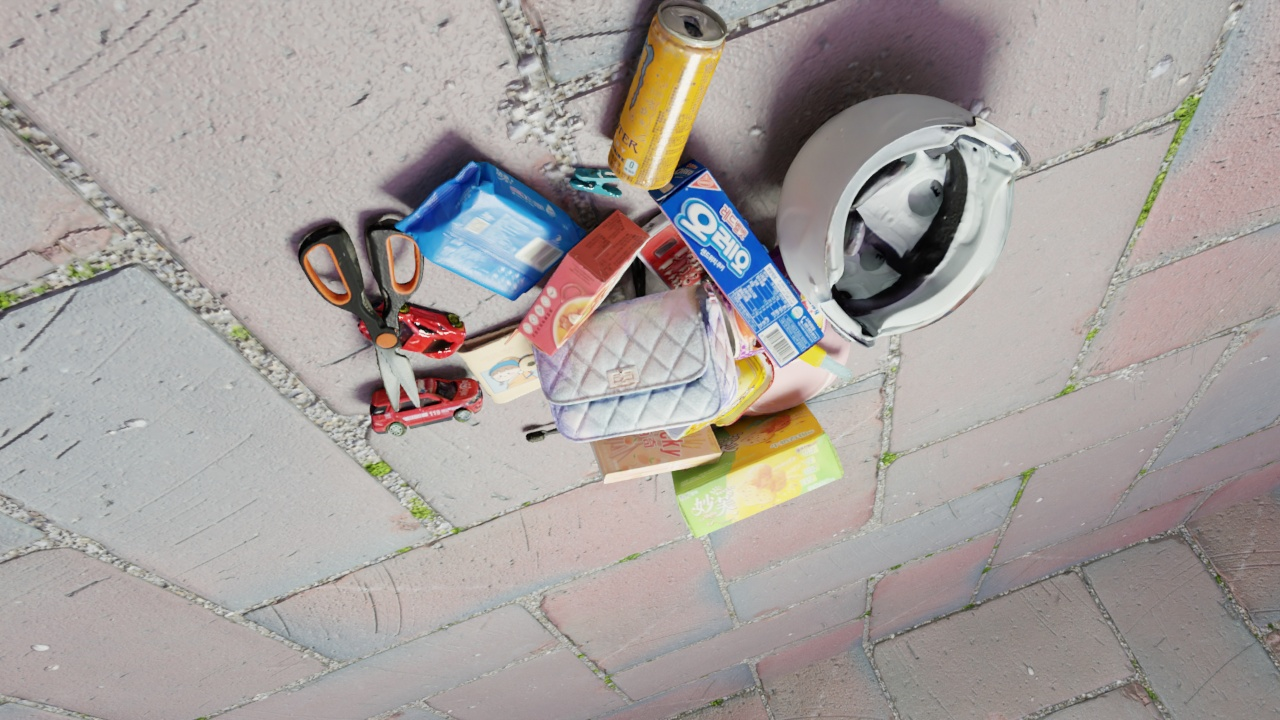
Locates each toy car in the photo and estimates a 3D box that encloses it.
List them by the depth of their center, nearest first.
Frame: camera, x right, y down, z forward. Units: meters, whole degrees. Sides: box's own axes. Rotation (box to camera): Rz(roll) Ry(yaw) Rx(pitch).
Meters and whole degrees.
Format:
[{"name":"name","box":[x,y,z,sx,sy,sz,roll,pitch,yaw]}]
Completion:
[{"name":"toy car","box":[-0.221,-0.028,0.889,0.106,0.031,0.049,18,130,-42]},{"name":"toy car","box":[-0.227,0.044,0.972,0.120,0.053,0.045,-11,122,-8]}]

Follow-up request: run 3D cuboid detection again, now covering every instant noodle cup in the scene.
[{"name":"instant noodle cup","box":[0.125,-0.055,0.956,0.099,0.111,0.112,-23,149,-12]},{"name":"instant noodle cup","box":[0.065,0.020,1.015,0.123,0.116,0.116,-28,164,-51]}]

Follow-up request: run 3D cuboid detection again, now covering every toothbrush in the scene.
[{"name":"toothbrush","box":[0.001,-0.064,0.974,0.015,0.018,0.181,-10,145,-3]},{"name":"toothbrush","box":[-0.039,0.072,1.144,0.212,0.027,0.026,-13,110,-12]}]

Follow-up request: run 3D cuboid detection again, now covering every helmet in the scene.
[{"name":"helmet","box":[0.223,-0.140,0.853,0.258,0.146,0.229,13,118,-49]}]

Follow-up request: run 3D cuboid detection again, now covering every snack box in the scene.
[{"name":"snack box","box":[0.090,-0.088,0.852,0.057,0.058,0.207,-37,113,6]},{"name":"snack box","box":[-0.058,-0.065,0.852,0.127,0.044,0.113,-50,-178,38]},{"name":"snack box","box":[0.016,0.104,1.168,0.157,0.084,0.026,-9,143,-18]},{"name":"snack box","box":[0.146,0.137,1.222,0.210,0.157,0.070,-23,105,4]}]

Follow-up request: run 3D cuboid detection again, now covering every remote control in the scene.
[{"name":"remote control","box":[0.037,-0.100,0.927,0.056,0.020,0.136,-38,146,5]}]

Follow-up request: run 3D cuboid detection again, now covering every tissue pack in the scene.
[{"name":"tissue pack","box":[-0.126,-0.113,0.794,0.095,0.052,0.157,-37,145,21]}]

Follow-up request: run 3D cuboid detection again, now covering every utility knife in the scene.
[{"name":"utility knife","box":[0.182,-0.019,1.093,0.206,0.015,0.033,27,128,-28]}]

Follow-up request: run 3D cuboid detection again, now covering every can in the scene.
[{"name":"can","box":[0.019,-0.207,0.729,0.058,0.058,0.146,-5,144,-24]}]

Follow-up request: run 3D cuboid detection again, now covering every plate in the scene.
[{"name":"plate","box":[0.184,0.018,1.176,0.192,0.039,0.193,-15,147,-10]}]

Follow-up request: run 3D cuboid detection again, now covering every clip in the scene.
[{"name":"clip","box":[-0.037,-0.158,0.813,0.056,0.014,0.040,1,142,-29]}]

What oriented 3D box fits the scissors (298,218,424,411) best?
[{"name":"scissors","box":[-0.250,-0.034,0.840,0.162,0.021,0.234,9,130,-25]}]

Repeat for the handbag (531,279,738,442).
[{"name":"handbag","box":[-0.005,0.005,0.923,0.194,0.134,0.075,-13,-176,22]}]

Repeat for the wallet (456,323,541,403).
[{"name":"wallet","box":[-0.138,0.002,0.990,0.087,0.024,0.115,-17,147,3]}]
